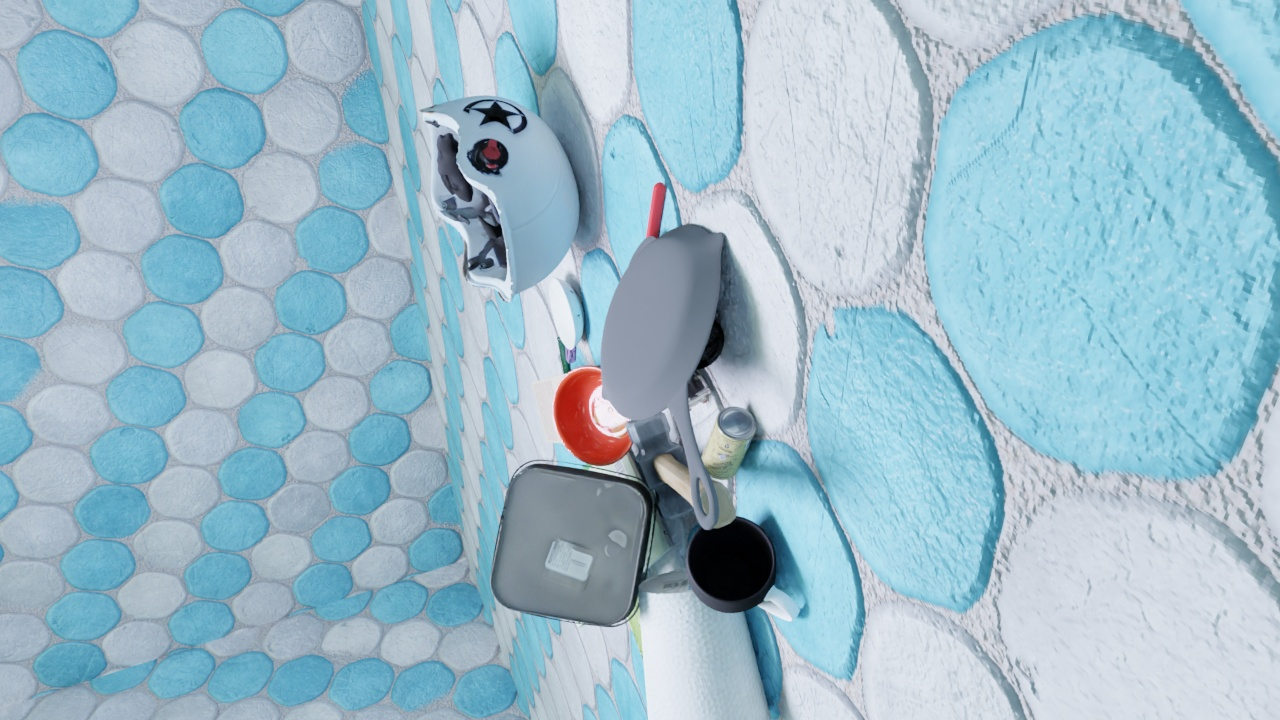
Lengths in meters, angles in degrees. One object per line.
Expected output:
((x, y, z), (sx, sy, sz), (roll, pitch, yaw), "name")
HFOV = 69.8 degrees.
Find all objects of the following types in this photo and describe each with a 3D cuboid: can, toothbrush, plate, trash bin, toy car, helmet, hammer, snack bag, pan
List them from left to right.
((-0.162, -0.211, 1.160), (0.264, 0.163, 0.237), (58, 159, 27), "helmet")
((-0.115, 0.050, 1.449), (0.016, 0.017, 0.190), (-138, 37, -58), "toothbrush")
((-0.101, -0.069, 1.303), (0.104, 0.026, 0.104), (164, 90, -72), "plate")
((-0.079, 0.213, 1.066), (0.220, 0.197, 0.197), (105, 175, -80), "trash bin")
((-0.090, 0.063, 1.306), (0.207, 0.069, 0.094), (167, 88, -71), "snack bag")
((0.006, -0.111, 0.987), (0.213, 0.012, 0.018), (100, 150, -51), "toothbrush")
((0.019, 0.004, 0.823), (0.217, 0.024, 0.353), (-53, 33, 33), "pan")
((0.032, -0.033, 0.907), (0.138, 0.054, 0.054), (-143, 41, -61), "can")
((0.035, 0.006, 0.964), (0.113, 0.039, 0.039), (59, 177, 41), "toy car")
((0.041, 0.118, 0.901), (0.323, 0.051, 0.117), (180, 68, -83), "hammer")
((0.062, 0.314, 0.988), (0.133, 0.133, 0.161), (173, 88, -71), "trash bin")
((0.083, 0.080, 0.874), (0.080, 0.038, 0.038), (102, 147, -54), "can")

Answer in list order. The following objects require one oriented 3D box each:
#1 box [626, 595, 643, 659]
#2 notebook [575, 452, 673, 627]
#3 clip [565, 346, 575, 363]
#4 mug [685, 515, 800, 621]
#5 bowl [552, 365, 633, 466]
((-0.004, 0.366, 1.360), (0.137, 0.024, 0.187), (100, 150, -62), "box")
((-0.060, 0.240, 1.285), (0.253, 0.010, 0.181), (-50, 56, 39), "notebook")
((-0.107, -0.023, 1.379), (0.050, 0.014, 0.046), (115, 137, -59), "clip")
((0.100, 0.213, 0.887), (0.119, 0.084, 0.100), (34, 161, 18), "mug")
((-0.049, 0.067, 1.175), (0.131, 0.045, 0.130), (7, 102, 32), "bowl")
